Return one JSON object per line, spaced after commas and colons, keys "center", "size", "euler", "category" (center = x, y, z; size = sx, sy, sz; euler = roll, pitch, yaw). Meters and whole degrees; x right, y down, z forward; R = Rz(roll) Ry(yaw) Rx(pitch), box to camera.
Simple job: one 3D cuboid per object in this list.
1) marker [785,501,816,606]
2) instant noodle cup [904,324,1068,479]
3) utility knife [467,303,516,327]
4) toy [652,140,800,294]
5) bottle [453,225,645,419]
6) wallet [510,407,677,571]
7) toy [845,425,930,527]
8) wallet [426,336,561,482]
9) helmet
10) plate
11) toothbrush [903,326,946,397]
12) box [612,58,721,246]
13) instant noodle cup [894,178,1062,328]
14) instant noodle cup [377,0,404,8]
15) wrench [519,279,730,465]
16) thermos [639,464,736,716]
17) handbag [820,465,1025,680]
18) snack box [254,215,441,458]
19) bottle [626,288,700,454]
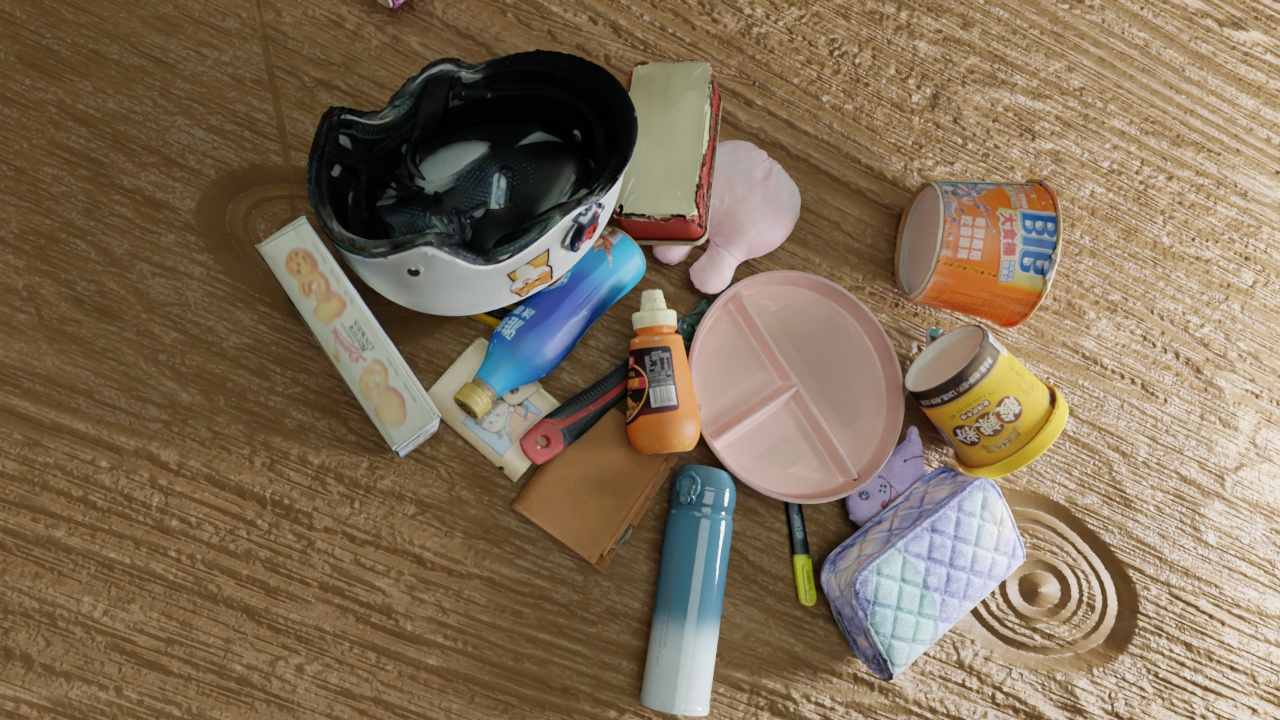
{"center": [0.156, 0.177, 0.897], "size": [0.018, 0.015, 0.124], "euler": [-5, 82, -17], "category": "marker"}
{"center": [0.332, 0.036, 0.898], "size": [0.114, 0.119, 0.118], "euler": [46, 75, -11], "category": "instant noodle cup"}
{"center": [-0.150, -0.049, 0.853], "size": [0.181, 0.015, 0.033], "euler": [22, 74, -10], "category": "utility knife"}
{"center": [0.082, -0.142, 0.901], "size": [0.121, 0.054, 0.159], "euler": [40, 76, 7], "category": "toy"}
{"center": [-0.082, -0.033, 0.825], "size": [0.065, 0.065, 0.218], "euler": [44, 65, -5], "category": "bottle"}
{"center": [-0.040, 0.113, 0.850], "size": [0.108, 0.031, 0.131], "euler": [35, 76, -3], "category": "wallet"}
{"center": [0.249, 0.128, 0.915], "size": [0.107, 0.039, 0.084], "euler": [-37, 110, -17], "category": "toy"}
{"center": [-0.130, 0.042, 0.844], "size": [0.115, 0.024, 0.087], "euler": [42, 80, -4], "category": "wallet"}
{"center": [-0.134, -0.136, 0.791], "size": [0.273, 0.157, 0.230], "euler": [-31, 61, -22], "category": "helmet"}
{"center": [0.150, 0.025, 0.892], "size": [0.229, 0.028, 0.229], "euler": [4, 76, -16], "category": "plate"}
{"center": [0.258, 0.043, 0.937], "size": [0.029, 0.021, 0.189], "euler": [34, 77, 17], "category": "toothbrush"}
{"center": [0.027, -0.200, 0.862], "size": [0.091, 0.076, 0.168], "euler": [3, 73, 13], "category": "box"}
{"center": [0.328, -0.113, 0.916], "size": [0.111, 0.151, 0.151], "euler": [7, 81, -4], "category": "instant noodle cup"}
{"center": [-0.222, -0.387, 0.840], "size": [0.111, 0.111, 0.099], "euler": [43, 84, -5], "category": "instant noodle cup"}
{"center": [-0.005, 0.005, 0.861], "size": [0.272, 0.016, 0.056], "euler": [-42, 97, -24], "category": "wrench"}
{"center": [0.045, 0.207, 0.840], "size": [0.070, 0.070, 0.220], "euler": [10, 80, -12], "category": "thermos"}
{"center": [0.273, 0.200, 0.886], "size": [0.193, 0.076, 0.134], "euler": [-33, 108, -15], "category": "handbag"}
{"center": [-0.229, -0.009, 0.742], "size": [0.045, 0.183, 0.178], "euler": [-34, 91, -15], "category": "snack box"}
{"center": [0.016, 0.009, 0.829], "size": [0.066, 0.067, 0.149], "euler": [-4, 85, -14], "category": "bottle"}
